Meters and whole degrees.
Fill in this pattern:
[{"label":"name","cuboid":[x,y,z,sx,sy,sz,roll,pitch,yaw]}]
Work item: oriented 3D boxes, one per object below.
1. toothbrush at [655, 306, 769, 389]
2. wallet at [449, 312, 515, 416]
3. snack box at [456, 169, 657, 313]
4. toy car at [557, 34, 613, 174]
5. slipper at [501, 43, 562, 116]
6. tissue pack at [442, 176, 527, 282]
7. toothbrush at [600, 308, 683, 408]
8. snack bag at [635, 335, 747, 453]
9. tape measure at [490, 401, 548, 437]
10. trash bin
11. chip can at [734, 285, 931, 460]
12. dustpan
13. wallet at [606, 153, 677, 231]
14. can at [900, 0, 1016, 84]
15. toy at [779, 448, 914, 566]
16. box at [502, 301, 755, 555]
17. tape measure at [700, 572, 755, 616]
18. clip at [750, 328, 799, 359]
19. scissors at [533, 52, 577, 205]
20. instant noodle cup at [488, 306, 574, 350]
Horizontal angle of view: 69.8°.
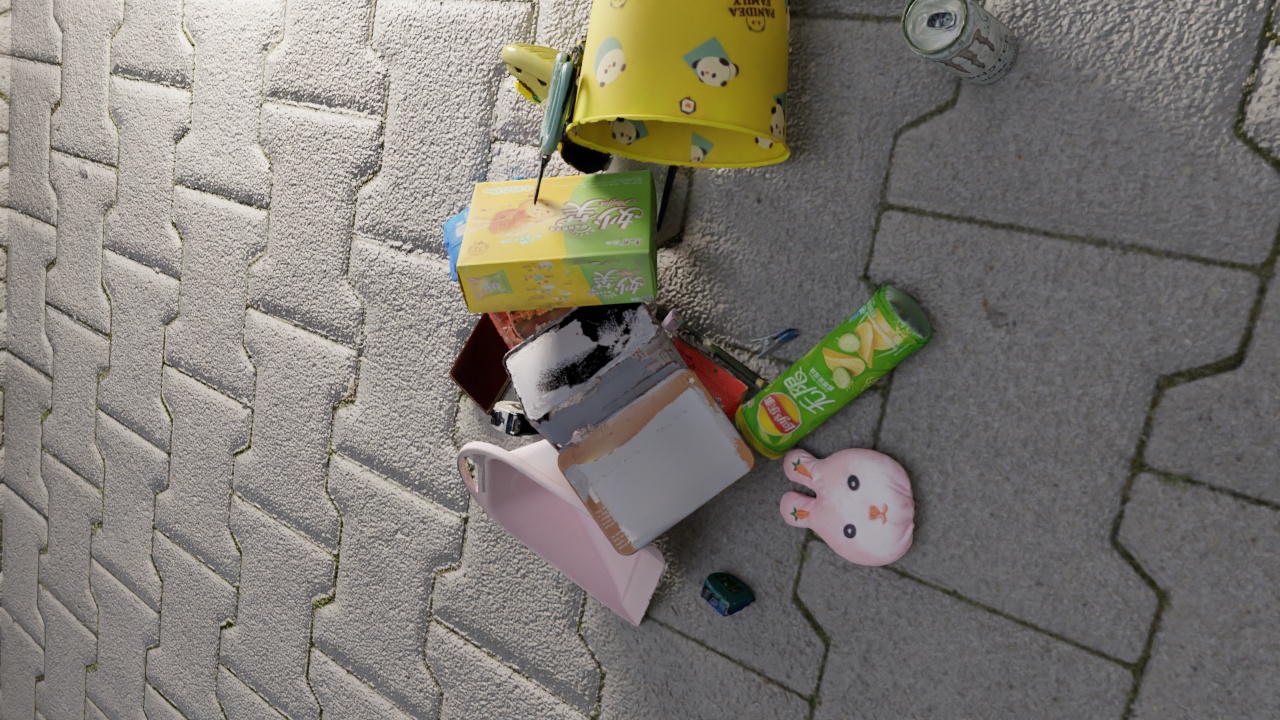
[{"label":"toothbrush","cuboid":[0.085,-0.010,1.060,0.186,0.012,0.017,37,121,28]},{"label":"wallet","cuboid":[-0.212,0.003,1.281,0.096,0.020,0.122,44,117,20]},{"label":"snack box","cuboid":[-0.087,-0.134,1.015,0.210,0.157,0.070,-4,135,5]},{"label":"toy car","cuboid":[-0.055,-0.288,1.029,0.041,0.071,0.156,18,98,59]},{"label":"slipper","cuboid":[-0.099,-0.327,1.122,0.190,0.091,0.082,34,116,26]},{"label":"tissue pack","cuboid":[-0.184,-0.168,1.185,0.157,0.052,0.095,-30,53,10]},{"label":"toothbrush","cuboid":[-0.007,0.007,1.118,0.190,0.021,0.029,-50,29,36]},{"label":"snack bag","cuboid":[0.039,0.088,1.076,0.128,0.073,0.208,43,113,39]},{"label":"tape measure","cuboid":[-0.164,0.077,1.222,0.066,0.065,0.033,17,100,32]},{"label":"trash bin","cuboid":[0.049,-0.343,0.933,0.230,0.229,0.255,7,93,36]},{"label":"chip can","cuboid":[0.196,0.014,0.941,0.222,0.072,0.072,-44,69,31]},{"label":"dustpan","cuboid":[-0.105,0.206,1.102,0.273,0.138,0.223,57,155,28]},{"label":"wallet","cuboid":[-0.002,-0.223,1.102,0.097,0.019,0.121,26,111,34]},{"label":"can","cuboid":[0.281,-0.282,0.802,0.058,0.146,0.058,4,97,36]},{"label":"toy","cuboid":[0.211,0.148,0.958,0.160,0.054,0.121,7,98,44]},{"label":"box","cuboid":[-0.020,0.052,0.988,0.179,0.124,0.273,-35,64,3]},{"label":"tape measure","cuboid":[0.098,0.264,1.049,0.054,0.058,0.025,34,114,34]},{"label":"clip","cuboid":[0.147,-0.022,1.007,0.057,0.024,0.029,-32,71,41]},{"label":"scissors","cuboid":[-0.093,-0.260,0.977,0.173,0.019,0.178,114,161,-46]},{"label":"instant noodle cup","cuboid":[-0.104,-0.096,1.117,0.164,0.188,0.079,62,167,16]}]
